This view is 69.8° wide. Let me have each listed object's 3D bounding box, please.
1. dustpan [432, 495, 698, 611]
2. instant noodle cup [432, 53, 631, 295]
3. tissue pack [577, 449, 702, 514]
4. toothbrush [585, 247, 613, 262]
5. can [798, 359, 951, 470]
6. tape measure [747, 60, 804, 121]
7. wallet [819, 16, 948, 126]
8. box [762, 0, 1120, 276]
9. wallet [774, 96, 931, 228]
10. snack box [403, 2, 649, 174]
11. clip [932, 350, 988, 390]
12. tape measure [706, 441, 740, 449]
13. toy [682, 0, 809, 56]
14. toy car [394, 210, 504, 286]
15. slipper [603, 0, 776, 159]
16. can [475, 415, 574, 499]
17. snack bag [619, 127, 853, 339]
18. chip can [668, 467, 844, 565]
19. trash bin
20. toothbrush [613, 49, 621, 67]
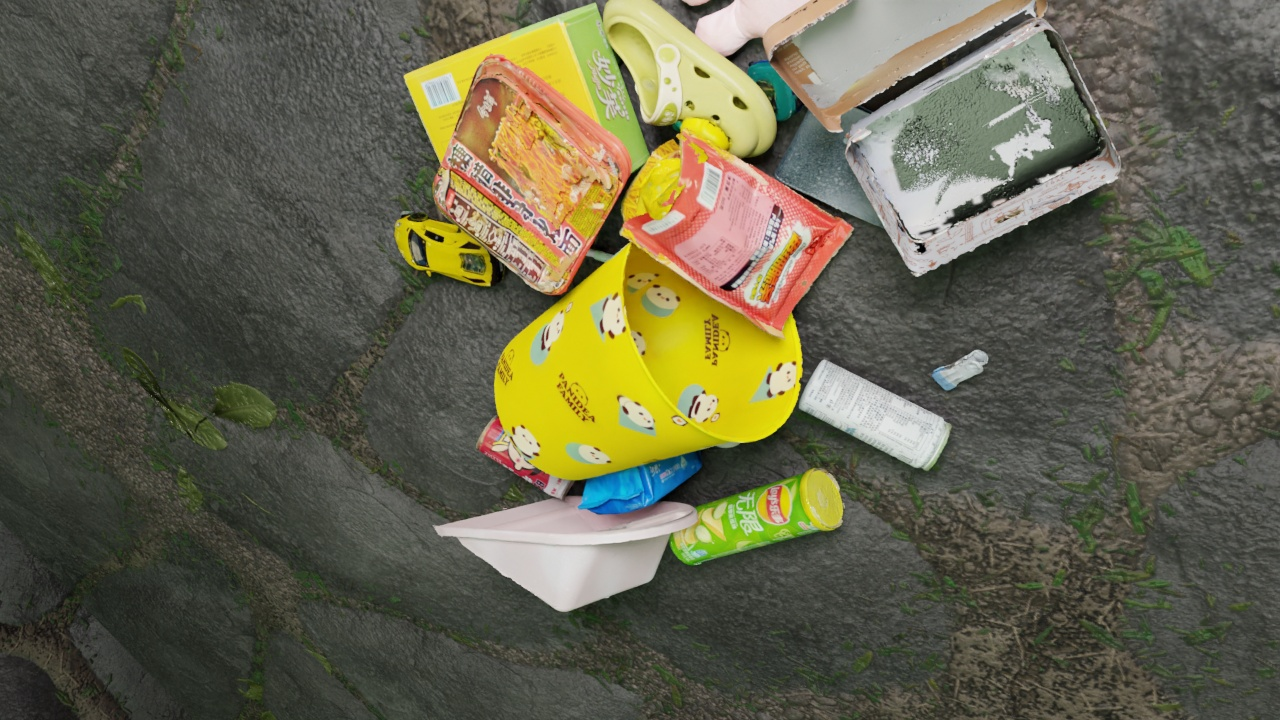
[{"bbox_3d":[-0.070,0.184,1.095,0.273,0.222,0.139,29,112,33],"label":"dustpan"},{"bbox_3d":[-0.092,-0.171,0.830,0.164,0.078,0.189,40,134,3],"label":"instant noodle cup"},{"bbox_3d":[0.001,0.132,1.066,0.095,0.156,0.052,-19,95,37],"label":"tissue pack"},{"bbox_3d":[-0.078,-0.130,1.007,0.189,0.021,0.029,18,161,18],"label":"toothbrush"},{"bbox_3d":[0.239,0.056,0.943,0.147,0.058,0.058,27,131,8],"label":"can"},{"bbox_3d":[0.119,-0.237,0.804,0.058,0.025,0.054,24,143,53],"label":"tape measure"},{"bbox_3d":[0.199,-0.239,0.779,0.122,0.020,0.096,-2,125,29],"label":"wallet"},{"bbox_3d":[0.231,-0.203,0.694,0.179,0.124,0.274,-27,129,26],"label":"box"},{"bbox_3d":[0.192,-0.177,0.816,0.121,0.019,0.097,25,137,-1],"label":"wallet"},{"bbox_3d":[-0.112,-0.237,0.901,0.210,0.069,0.158,-5,116,35],"label":"snack box"},{"bbox_3d":[0.313,0.011,0.898,0.025,0.029,0.057,46,138,-6],"label":"clip"},{"bbox_3d":[0.094,0.066,1.046,0.066,0.033,0.066,-14,117,35],"label":"tape measure"},{"bbox_3d":[0.101,-0.314,0.755,0.160,0.054,0.121,-5,117,41],"label":"toy"},{"bbox_3d":[-0.226,-0.128,1.074,0.156,0.041,0.071,17,129,19],"label":"toy car"},{"bbox_3d":[0.031,-0.238,0.813,0.190,0.081,0.092,41,167,-6],"label":"slipper"},{"bbox_3d":[-0.147,0.128,1.207,0.133,0.053,0.053,31,132,5],"label":"can"},{"bbox_3d":[0.088,-0.114,0.833,0.207,0.073,0.129,26,100,-30],"label":"snack bag"},{"bbox_3d":[0.130,0.189,1.089,0.222,0.072,0.072,-25,108,38],"label":"chip can"},{"bbox_3d":[-0.006,0.006,0.941,0.256,0.228,0.229,-27,107,45],"label":"trash bin"},{"bbox_3d":[-0.027,-0.273,0.879,0.017,0.012,0.186,43,134,16],"label":"toothbrush"}]
